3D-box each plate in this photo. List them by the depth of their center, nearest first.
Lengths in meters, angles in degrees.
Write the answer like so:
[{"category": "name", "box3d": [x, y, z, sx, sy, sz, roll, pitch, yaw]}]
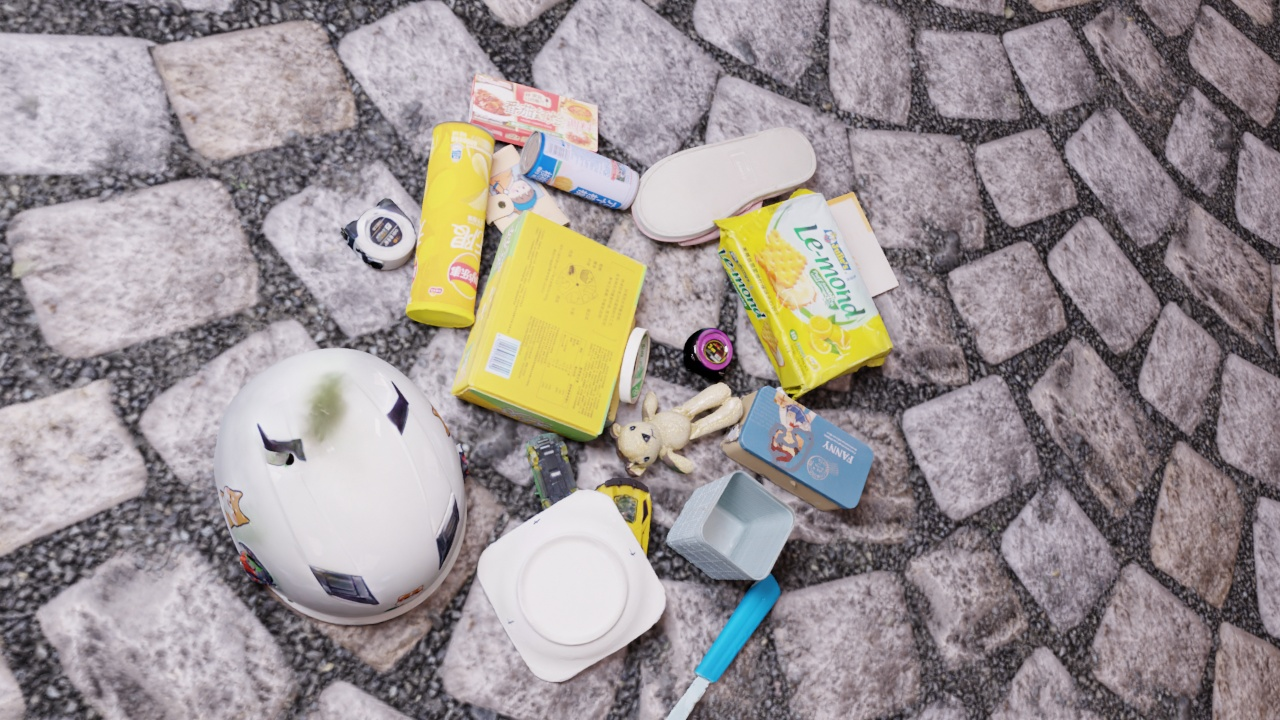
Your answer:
[{"category": "plate", "box3d": [-0.070, 0.232, 0.939, 0.163, 0.034, 0.164, -31, 89, -7]}]

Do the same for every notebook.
[{"category": "notebook", "box3d": [0.234, -0.131, 1.205, 0.205, 0.010, 0.146, -22, 84, -26]}]

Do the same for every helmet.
[{"category": "helmet", "box3d": [-0.268, 0.109, 0.851, 0.229, 0.157, 0.274, -25, 86, -26]}]

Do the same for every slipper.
[{"category": "slipper", "box3d": [0.104, -0.220, 1.153, 0.273, 0.055, 0.114, -27, 86, -23]}]

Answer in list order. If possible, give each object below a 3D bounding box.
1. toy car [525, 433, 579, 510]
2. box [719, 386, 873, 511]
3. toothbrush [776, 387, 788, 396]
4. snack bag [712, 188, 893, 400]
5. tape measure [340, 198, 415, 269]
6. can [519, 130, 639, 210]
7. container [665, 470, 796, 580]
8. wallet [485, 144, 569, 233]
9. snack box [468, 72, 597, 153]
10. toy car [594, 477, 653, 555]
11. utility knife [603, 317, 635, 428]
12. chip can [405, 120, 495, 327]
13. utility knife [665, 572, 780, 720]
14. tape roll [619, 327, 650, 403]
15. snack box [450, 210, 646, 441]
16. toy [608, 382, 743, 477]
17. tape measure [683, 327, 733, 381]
[{"category": "toy car", "box3d": [-0.095, 0.124, 0.984, 0.043, 0.036, 0.091, -15, 81, -26]}, {"category": "box", "box3d": [0.191, 0.110, 1.091, 0.184, 0.062, 0.089, 28, 67, -11]}, {"category": "toothbrush", "box3d": [0.220, -0.006, 1.160, 0.179, 0.016, 0.016, -45, 105, -27]}, {"category": "snack bag", "box3d": [0.195, -0.081, 1.121, 0.157, 0.068, 0.246, -24, 88, -29]}, {"category": "tape measure", "box3d": [-0.276, -0.131, 0.985, 0.065, 0.034, 0.066, -41, 90, -25]}, {"category": "can", "box3d": [-0.070, -0.220, 1.073, 0.134, 0.053, 0.053, 16, 69, -28]}, {"category": "container", "box3d": [0.094, 0.184, 1.002, 0.090, 0.112, 0.089, 38, 65, -8]}, {"category": "wallet", "box3d": [-0.148, -0.185, 1.059, 0.087, 0.024, 0.115, -36, 91, -31]}, {"category": "snack box", "box3d": [-0.126, -0.287, 1.087, 0.152, 0.026, 0.075, 11, 60, -19]}, {"category": "toy car", "box3d": [-0.023, 0.205, 0.988, 0.071, 0.041, 0.155, 11, 73, -17]}, {"category": "utility knife", "box3d": [-0.026, -0.020, 1.069, 0.031, 0.022, 0.215, 20, 64, -22]}, {"category": "chip can", "box3d": [-0.202, -0.145, 0.988, 0.072, 0.072, 0.213, 10, 76, -19]}, {"category": "utility knife", "box3d": [0.088, 0.323, 1.011, 0.034, 0.018, 0.218, 46, 63, -6]}, {"category": "tape roll", "box3d": [-0.006, 0.006, 1.029, 0.014, 0.086, 0.085, 11, 69, 10]}, {"category": "snack box", "box3d": [-0.096, -0.035, 0.998, 0.157, 0.070, 0.209, 22, 70, -22]}, {"category": "toy", "box3d": [0.043, 0.074, 1.037, 0.157, 0.066, 0.105, -24, 80, -19]}, {"category": "tape measure", "box3d": [0.079, -0.009, 1.092, 0.057, 0.039, 0.057, 24, 72, -15]}]
